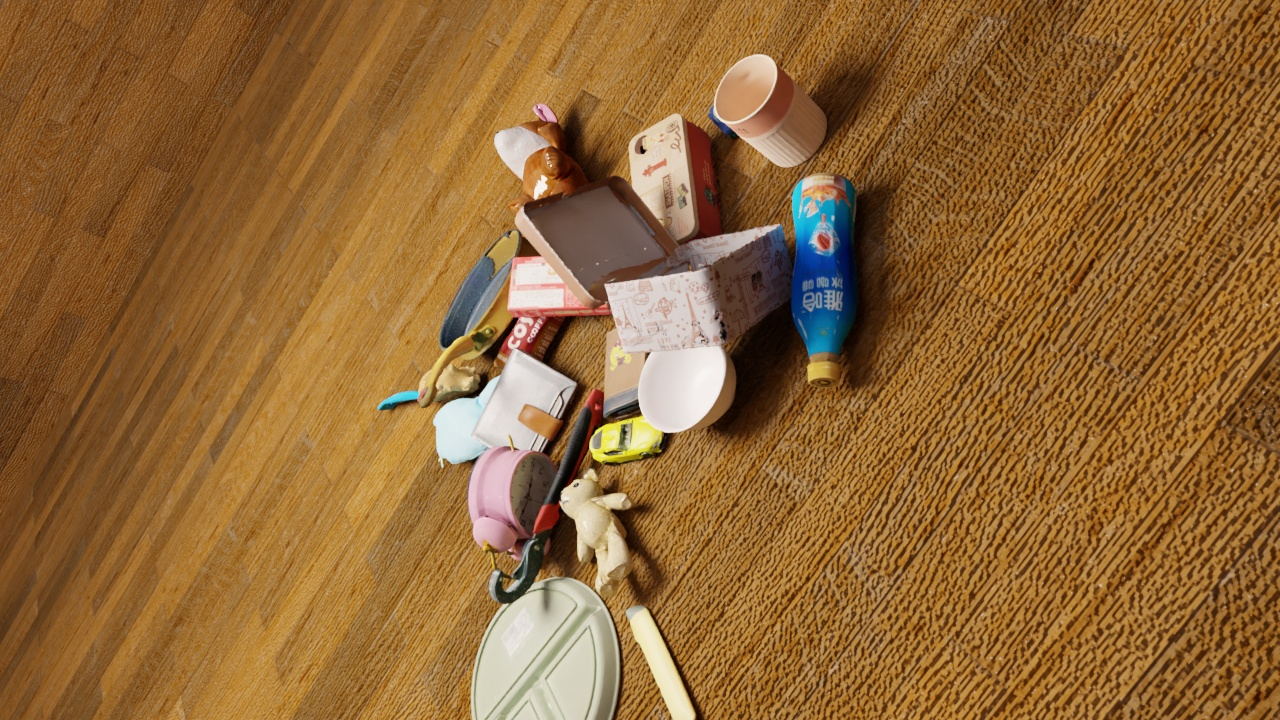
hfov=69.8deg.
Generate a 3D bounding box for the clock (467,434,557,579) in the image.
[{"bbox_3d":[-0.147,0.176,1.076,0.060,0.117,0.158,-5,65,31],"label":"clock"}]

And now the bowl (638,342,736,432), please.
[{"bbox_3d":[0.062,0.028,0.975,0.119,0.064,0.118,-22,57,37],"label":"bowl"}]

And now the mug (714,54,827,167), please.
[{"bbox_3d":[0.142,-0.283,1.019,0.082,0.105,0.114,-36,48,27],"label":"mug"}]

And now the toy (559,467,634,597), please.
[{"bbox_3d":[-0.048,0.189,1.004,0.105,0.066,0.157,-63,31,26],"label":"toy"}]

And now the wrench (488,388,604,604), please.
[{"bbox_3d":[-0.099,0.154,1.059,0.016,0.056,0.272,6,61,39],"label":"wrench"}]

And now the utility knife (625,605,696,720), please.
[{"bbox_3d":[0.028,0.320,0.898,0.031,0.021,0.204,-50,37,19],"label":"utility knife"}]

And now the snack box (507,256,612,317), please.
[{"bbox_3d":[-0.090,-0.095,1.162,0.153,0.025,0.075,-1,69,12],"label":"snack box"}]

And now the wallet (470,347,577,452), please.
[{"bbox_3d":[-0.147,0.064,1.161,0.106,0.037,0.130,29,95,20],"label":"wallet"}]

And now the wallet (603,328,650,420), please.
[{"bbox_3d":[-0.006,0.006,1.081,0.090,0.033,0.115,-23,52,37],"label":"wallet"}]

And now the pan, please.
[{"bbox_3d":[-0.226,-0.048,1.217,0.198,0.078,0.356,-43,28,30],"label":"pan"}]

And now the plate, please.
[{"bbox_3d":[-0.113,0.354,1.017,0.231,0.027,0.229,-22,56,36],"label":"plate"}]

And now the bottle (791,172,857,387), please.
[{"bbox_3d":[0.182,-0.079,0.909,0.065,0.065,0.218,-14,62,40],"label":"bottle"}]

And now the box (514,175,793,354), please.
[{"bbox_3d":[0.018,-0.099,0.956,0.271,0.178,0.134,26,124,25],"label":"box"}]

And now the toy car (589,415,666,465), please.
[{"bbox_3d":[-0.016,0.089,1.047,0.105,0.032,0.048,-15,60,38],"label":"toy car"}]

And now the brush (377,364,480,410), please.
[{"bbox_3d":[-0.323,0.047,1.351,0.255,0.083,0.046,-16,82,48],"label":"brush"}]

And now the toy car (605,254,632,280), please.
[{"bbox_3d":[-0.009,-0.151,1.130,0.042,0.070,0.158,-22,57,30],"label":"toy car"}]

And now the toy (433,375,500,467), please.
[{"bbox_3d":[-0.221,0.083,1.241,0.161,0.050,0.156,26,80,44],"label":"toy"}]

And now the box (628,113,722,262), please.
[{"bbox_3d":[0.045,-0.200,1.108,0.092,0.076,0.168,-22,63,35],"label":"box"}]

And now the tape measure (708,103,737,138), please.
[{"bbox_3d":[0.113,-0.303,1.118,0.055,0.025,0.058,-45,49,16],"label":"tape measure"}]

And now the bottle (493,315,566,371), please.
[{"bbox_3d":[-0.131,-0.059,1.215,0.057,0.057,0.175,29,92,48],"label":"bottle"}]

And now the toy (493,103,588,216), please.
[{"bbox_3d":[-0.151,-0.281,1.308,0.140,0.130,0.199,-48,34,25],"label":"toy"}]
